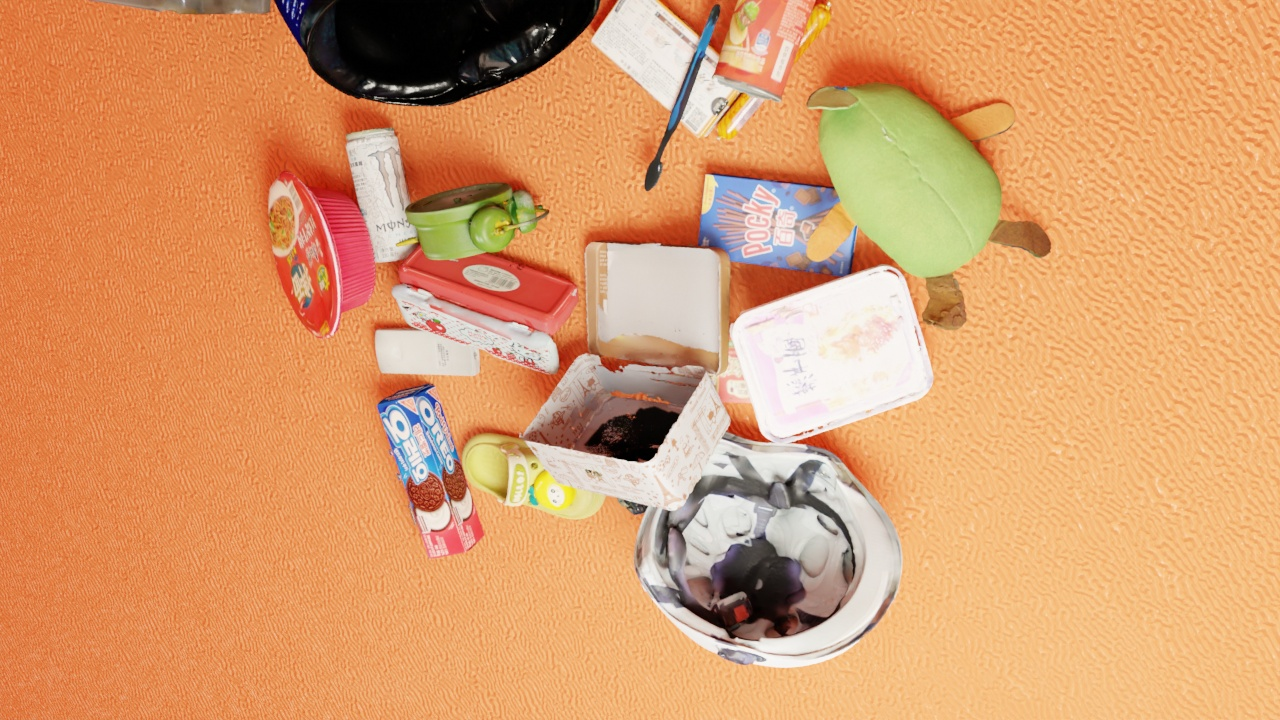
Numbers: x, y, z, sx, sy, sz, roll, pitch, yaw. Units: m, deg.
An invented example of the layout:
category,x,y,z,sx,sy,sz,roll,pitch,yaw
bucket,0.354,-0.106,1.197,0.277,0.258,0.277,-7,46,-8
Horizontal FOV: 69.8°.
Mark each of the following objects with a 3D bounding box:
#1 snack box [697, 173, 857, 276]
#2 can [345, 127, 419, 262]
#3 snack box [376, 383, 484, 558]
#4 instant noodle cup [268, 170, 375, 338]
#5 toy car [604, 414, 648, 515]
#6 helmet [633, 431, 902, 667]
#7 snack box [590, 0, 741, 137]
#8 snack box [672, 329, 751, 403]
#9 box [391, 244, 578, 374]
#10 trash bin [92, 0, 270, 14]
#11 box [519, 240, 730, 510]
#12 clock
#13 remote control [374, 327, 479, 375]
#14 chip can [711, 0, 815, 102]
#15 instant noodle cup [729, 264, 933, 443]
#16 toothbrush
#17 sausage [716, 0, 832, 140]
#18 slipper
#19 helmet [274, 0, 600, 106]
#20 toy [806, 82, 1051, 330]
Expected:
category,x,y,z,sx,sy,sz,roll,pitch,yaw
snack box,0.137,-0.137,0.919,0.157,0.026,0.085,10,107,18
can,-0.294,-0.188,1.049,0.058,0.058,0.147,-4,102,21
snack box,-0.257,0.136,1.123,0.058,0.057,0.207,-14,99,20
instant noodle cup,-0.363,-0.125,1.059,0.194,0.065,0.194,26,125,44
toy car,-0.014,0.116,1.040,0.054,0.036,0.120,-34,81,25
helmet,0.129,0.208,0.930,0.259,0.228,0.146,15,151,21
snack box,0.029,-0.300,0.916,0.154,0.026,0.075,43,114,5
snack box,0.109,0.007,0.969,0.153,0.025,0.075,2,104,20
box,-0.174,-0.054,1.036,0.201,0.095,0.102,19,137,14
trash bin,-0.501,-0.495,0.982,0.199,0.198,0.220,14,116,18
box,0.000,0.011,0.951,0.179,0.130,0.272,8,79,38
clock,-0.175,-0.151,0.986,0.161,0.115,0.056,-1,115,24
remote control,-0.257,-0.011,1.104,0.135,0.019,0.056,1,105,20
chip can,0.132,-0.349,0.828,0.073,0.073,0.217,21,104,14
instant noodle cup,0.182,-0.008,0.896,0.173,0.060,0.138,-19,100,3
toothbrush,0.041,-0.256,0.903,0.014,0.016,0.190,29,111,20
sausage,0.128,-0.277,0.888,0.021,0.021,0.165,44,114,5
slipper,-0.134,0.141,1.067,0.191,0.081,0.092,11,110,20
helmet,-0.195,-0.398,0.859,0.316,0.247,0.240,-13,73,20
toy,0.251,-0.156,0.836,0.227,0.090,0.246,-36,85,-2
